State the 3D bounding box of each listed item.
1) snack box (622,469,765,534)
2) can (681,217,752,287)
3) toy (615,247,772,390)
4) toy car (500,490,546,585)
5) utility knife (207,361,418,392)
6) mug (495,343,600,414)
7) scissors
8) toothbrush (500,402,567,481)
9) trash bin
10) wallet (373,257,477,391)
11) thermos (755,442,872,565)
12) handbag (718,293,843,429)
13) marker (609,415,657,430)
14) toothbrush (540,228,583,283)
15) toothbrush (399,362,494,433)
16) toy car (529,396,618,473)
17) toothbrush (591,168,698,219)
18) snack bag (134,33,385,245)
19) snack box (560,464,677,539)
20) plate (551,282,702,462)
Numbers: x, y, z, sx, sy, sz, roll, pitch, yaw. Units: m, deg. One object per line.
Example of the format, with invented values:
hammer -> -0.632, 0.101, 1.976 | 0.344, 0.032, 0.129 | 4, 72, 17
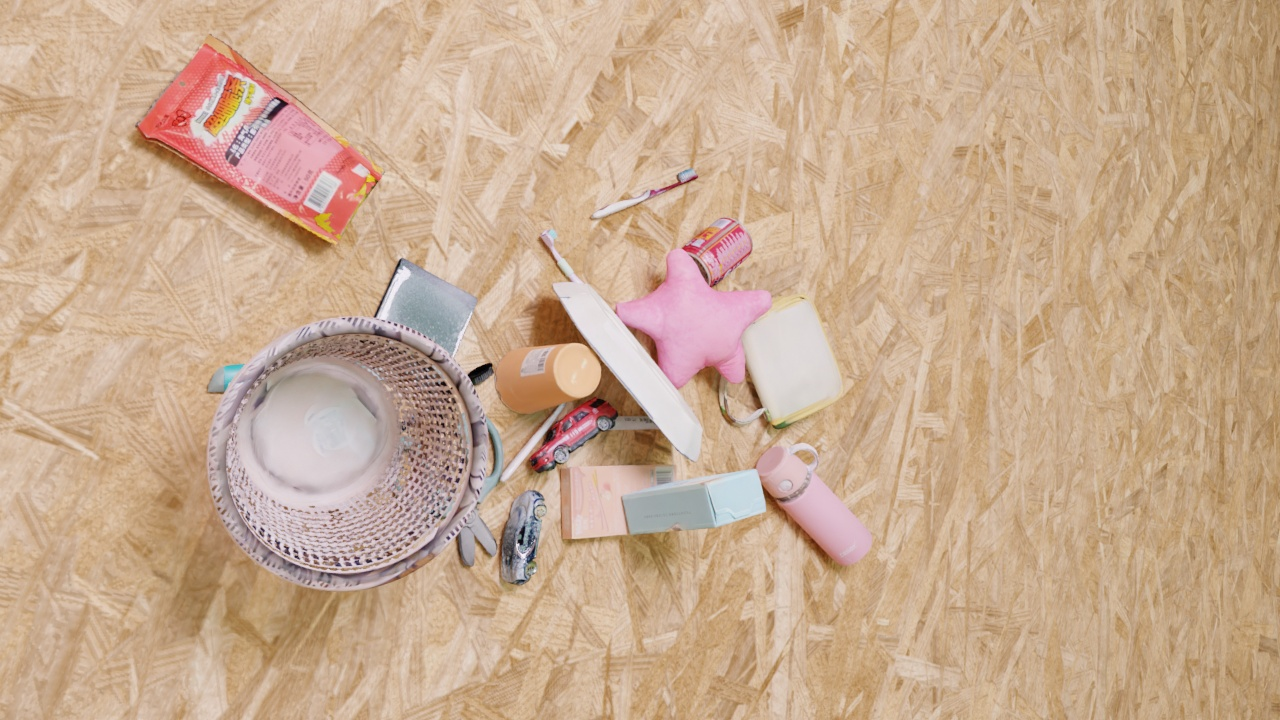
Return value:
snack box -> 0.057, 0.162, 1.043 | 0.074, 0.175, 0.051 | -9, 84, -35
can -> 0.095, -0.139, 1.208 | 0.093, 0.067, 0.066 | -41, 107, -32
toy -> 0.058, -0.039, 1.155 | 0.194, 0.074, 0.178 | 22, 97, -18
toy car -> -0.132, 0.195, 1.018 | 0.031, 0.049, 0.105 | 19, 72, -34
utility knife -> -0.323, 0.015, 0.926 | 0.208, 0.013, 0.029 | -2, 87, -31
mug -> -0.100, 0.016, 1.018 | 0.078, 0.123, 0.078 | 6, 80, -34
scissors -> -0.211, 0.143, 0.989 | 0.169, 0.019, 0.177 | 2, 84, -36
toothbrush -> -0.111, 0.071, 1.062 | 0.016, 0.016, 0.179 | 44, 57, -12
trash bin -> -0.275, 0.074, 0.833 | 0.227, 0.192, 0.227 | -1, 93, -29
wallet -> -0.240, -0.037, 0.993 | 0.097, 0.019, 0.120 | 28, 70, -27
thermos -> 0.245, 0.193, 1.261 | 0.198, 0.087, 0.067 | 47, 16, -21
handbag -> 0.174, 0.010, 1.258 | 0.178, 0.063, 0.163 | -25, 98, -19
marker -> 0.009, 0.076, 1.152 | 0.130, 0.018, 0.022 | 3, 57, -35
toothbrush -> -0.062, -0.079, 1.121 | 0.021, 0.029, 0.189 | -32, 108, 8
toothbrush -> -0.231, 0.056, 0.990 | 0.189, 0.014, 0.016 | -38, 131, -31
toy car -> -0.080, 0.086, 1.065 | 0.120, 0.053, 0.045 | -39, 91, -34
toothbrush -> 0.007, -0.217, 1.189 | 0.187, 0.016, 0.017 | -28, 92, -34
snack bag -> -0.364, -0.211, 0.904 | 0.208, 0.073, 0.128 | 34, 62, -21
snack box -> -0.023, 0.169, 1.110 | 0.157, 0.026, 0.084 | 3, 82, -34
plate -> -0.006, 0.006, 1.066 | 0.034, 0.162, 0.266 | -38, 106, 4
